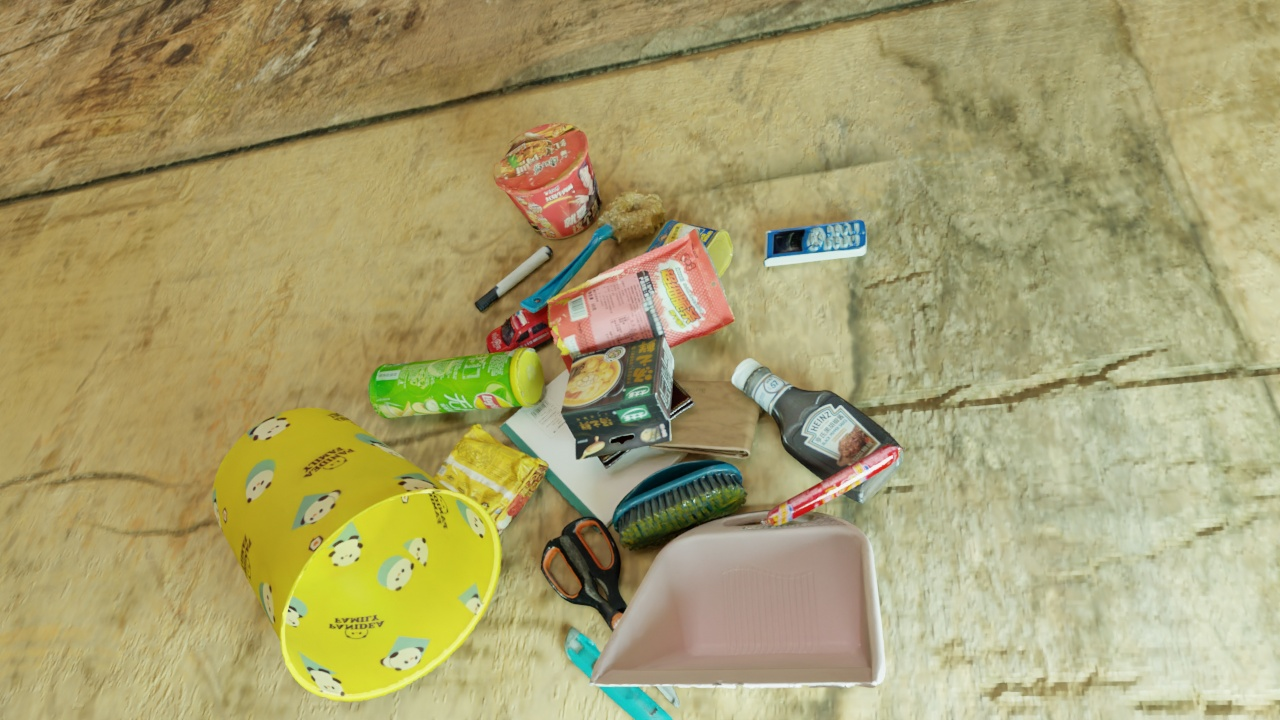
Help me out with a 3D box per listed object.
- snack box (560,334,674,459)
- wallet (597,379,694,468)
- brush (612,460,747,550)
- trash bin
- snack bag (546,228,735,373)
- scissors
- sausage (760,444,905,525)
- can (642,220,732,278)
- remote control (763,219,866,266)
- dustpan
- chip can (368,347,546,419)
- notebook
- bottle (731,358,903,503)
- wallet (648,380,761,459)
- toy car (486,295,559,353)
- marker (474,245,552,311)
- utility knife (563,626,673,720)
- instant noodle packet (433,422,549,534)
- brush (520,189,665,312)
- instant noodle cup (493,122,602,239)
[{"bbox_3d":[-0.023,0.039,1.013,0.113,0.053,0.125,-14,36,17],"label":"snack box"},{"bbox_3d":[-0.010,0.058,1.034,0.122,0.020,0.096,-36,40,-6],"label":"wallet"},{"bbox_3d":[0.037,0.143,0.954,0.144,0.055,0.073,-24,41,3],"label":"brush"},{"bbox_3d":[-0.312,0.183,0.962,0.229,0.230,0.255,-47,46,-16],"label":"trash bin"},{"bbox_3d":[-0.004,-0.060,1.083,0.208,0.073,0.128,-22,75,10],"label":"snack bag"},{"bbox_3d":[-0.015,0.241,0.915,0.235,0.022,0.124,25,75,35],"label":"scissors"},{"bbox_3d":[0.184,0.121,0.879,0.156,0.020,0.020,-30,49,3],"label":"sausage"},{"bbox_3d":[0.054,-0.124,1.151,0.083,0.057,0.102,19,64,34],"label":"can"},{"bbox_3d":[0.213,-0.142,1.122,0.125,0.024,0.048,-4,53,18],"label":"remote control"},{"bbox_3d":[0.093,0.195,0.797,0.223,0.273,0.138,-5,77,14],"label":"dustpan"},{"bbox_3d":[-0.229,0.030,1.126,0.222,0.072,0.072,-5,52,22],"label":"chip can"},{"bbox_3d":[-0.053,0.086,1.060,0.150,0.012,0.209,-41,51,-12],"label":"notebook"},{"bbox_3d":[0.175,0.063,0.952,0.079,0.044,0.195,-43,58,-12],"label":"bottle"},{"bbox_3d":[0.074,0.062,1.013,0.115,0.020,0.101,2,46,19],"label":"wallet"},{"bbox_3d":[-0.143,-0.041,1.174,0.120,0.045,0.053,-31,48,-1],"label":"toy car"},{"bbox_3d":[-0.173,-0.113,1.255,0.130,0.023,0.018,-41,94,-10],"label":"marker"},{"bbox_3d":[-0.018,0.311,0.873,0.171,0.013,0.029,30,71,36],"label":"utility knife"},{"bbox_3d":[-0.181,0.137,1.052,0.128,0.044,0.110,23,66,36],"label":"instant noodle packet"},{"bbox_3d":[-0.062,-0.143,1.197,0.083,0.046,0.254,30,60,27],"label":"brush"},{"bbox_3d":[-0.119,-0.243,1.275,0.138,0.109,0.137,-11,51,14],"label":"instant noodle cup"}]
